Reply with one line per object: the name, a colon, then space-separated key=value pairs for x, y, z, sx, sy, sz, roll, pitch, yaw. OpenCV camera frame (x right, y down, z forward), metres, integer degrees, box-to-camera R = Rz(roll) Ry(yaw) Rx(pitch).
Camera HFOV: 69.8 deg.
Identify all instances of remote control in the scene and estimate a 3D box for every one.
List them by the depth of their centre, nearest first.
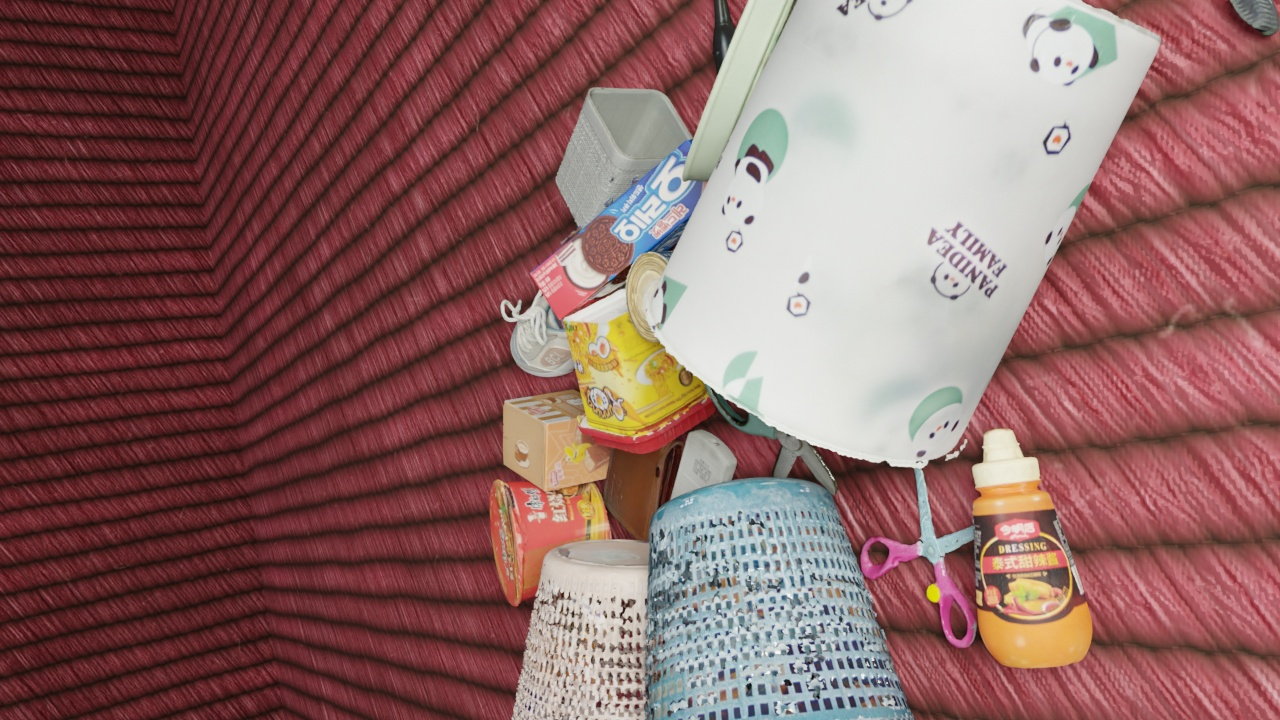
remote control: x=0.054 y=0.140 z=0.885 sx=0.058 sy=0.021 sz=0.150 roll=40 pitch=127 yaw=41

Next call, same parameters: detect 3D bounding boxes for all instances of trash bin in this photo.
trash bin: x=0.150 y=-0.105 z=0.552 sx=0.229 sy=0.229 sz=0.252 roll=46 pitch=125 yaw=40
trash bin: x=0.092 y=0.203 z=0.702 sx=0.227 sy=0.226 sz=0.194 roll=-42 pitch=46 yaw=49
trash bin: x=-0.018 y=0.271 z=0.839 sx=0.228 sy=0.227 sz=0.192 roll=0 pitch=88 yaw=54

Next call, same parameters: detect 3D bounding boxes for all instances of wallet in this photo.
wallet: x=-0.002 y=0.117 z=0.952 sx=0.101 sy=0.032 sz=0.125 roll=34 pitch=122 yaw=49

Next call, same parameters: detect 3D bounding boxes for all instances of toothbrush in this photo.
toothbrush: x=0.290 y=-0.251 z=0.495 sx=0.014 sy=0.017 sz=0.189 roll=-43 pitch=60 yaw=51
toothbrush: x=0.073 y=-0.265 z=0.781 sx=0.026 sy=0.027 sz=0.212 roll=151 pitch=110 yaw=-84

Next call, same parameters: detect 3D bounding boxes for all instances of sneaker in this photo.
sneaker: x=-0.101 y=-0.035 z=1.009 sx=0.243 sy=0.090 sz=0.089 roll=-27 pitch=73 yaw=53

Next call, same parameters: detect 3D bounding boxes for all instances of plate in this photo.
plate: x=0.086 y=-0.230 z=0.650 sx=0.027 sy=0.229 sz=0.231 roll=23 pitch=125 yaw=1

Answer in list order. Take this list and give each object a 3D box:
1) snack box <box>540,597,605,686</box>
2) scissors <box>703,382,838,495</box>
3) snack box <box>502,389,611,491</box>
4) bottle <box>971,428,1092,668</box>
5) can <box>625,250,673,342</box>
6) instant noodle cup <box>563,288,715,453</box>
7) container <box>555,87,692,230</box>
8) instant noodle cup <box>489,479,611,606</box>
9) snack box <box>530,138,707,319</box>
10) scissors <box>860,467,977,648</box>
snack box: x=-0.084 y=0.332 z=1.107 sx=0.075 sy=0.026 sz=0.154 roll=60 pitch=139 yaw=27
scissors: x=0.122 y=0.023 z=0.756 sx=0.175 sy=0.019 sz=0.170 roll=49 pitch=132 yaw=21
snack box: x=-0.088 y=0.086 z=1.009 sx=0.093 sy=0.094 sz=0.077 roll=22 pitch=114 yaw=50
bottle: x=0.244 y=0.118 z=0.592 sx=0.067 sy=0.066 sz=0.149 roll=-21 pitch=72 yaw=53
can: x=0.051 y=-0.057 z=0.777 sx=0.075 sy=0.111 sz=0.075 roll=14 pitch=107 yaw=52
instant noodle cup: x=-0.005 y=0.005 z=0.843 sx=0.116 sy=0.115 sz=0.124 roll=7 pitch=121 yaw=54
container: x=-0.019 y=-0.184 z=0.871 sx=0.090 sy=0.090 sz=0.115 roll=64 pitch=143 yaw=25
instant noodle cup: x=-0.099 y=0.193 z=1.013 sx=0.138 sy=0.108 sz=0.138 roll=173 pitch=90 yaw=-69
snack box: x=-0.006 y=-0.117 z=0.830 sx=0.208 sy=0.057 sz=0.058 roll=-36 pitch=83 yaw=29
scissors: x=0.211 y=0.144 z=0.678 sx=0.136 sy=0.017 sz=0.133 roll=-20 pitch=76 yaw=55
